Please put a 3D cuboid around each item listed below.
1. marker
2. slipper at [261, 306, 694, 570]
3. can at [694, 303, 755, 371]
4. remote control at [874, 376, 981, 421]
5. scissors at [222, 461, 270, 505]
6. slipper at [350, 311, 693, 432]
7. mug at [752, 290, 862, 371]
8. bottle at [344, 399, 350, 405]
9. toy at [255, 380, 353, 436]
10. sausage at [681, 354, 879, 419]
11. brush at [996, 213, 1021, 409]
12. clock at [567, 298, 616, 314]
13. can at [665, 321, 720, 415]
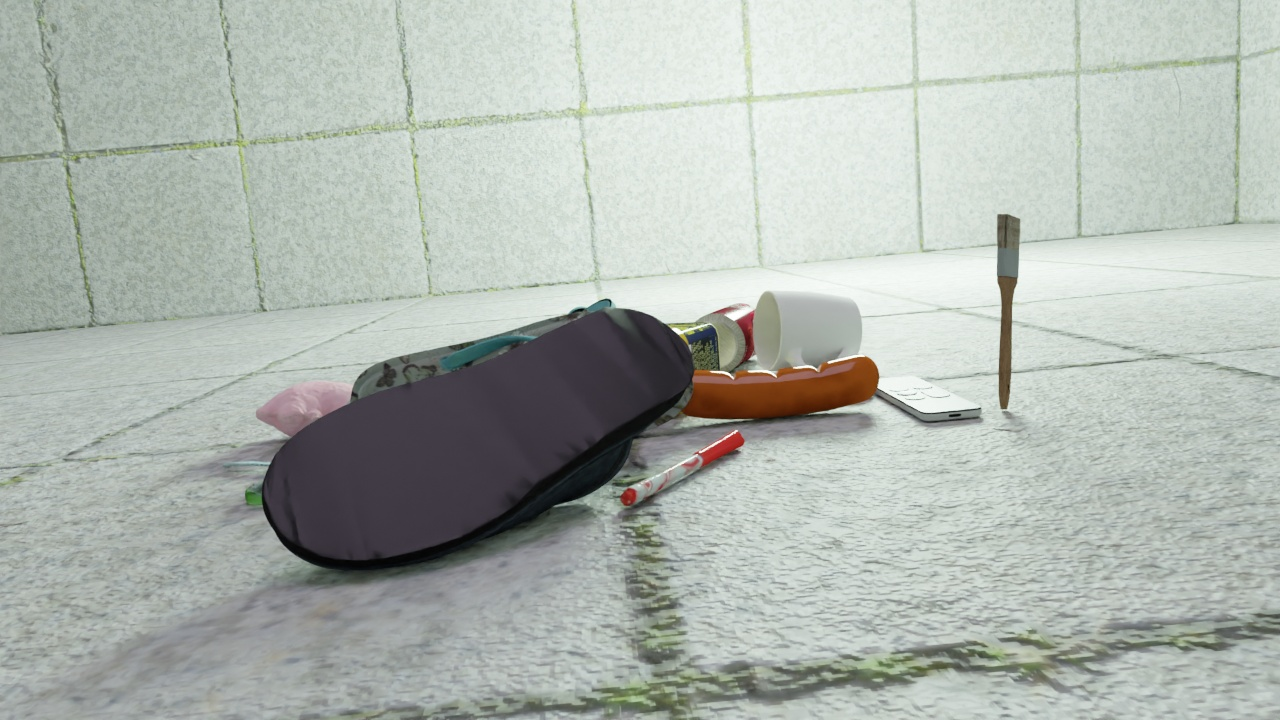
[{"bbox_3d":[0.030,0.067,0.582,0.013,0.013,0.141,1,10,33],"label":"marker"},{"bbox_3d":[-0.083,0.057,0.542,0.264,0.084,0.109,-26,58,-34],"label":"slipper"},{"bbox_3d":[0.096,-0.026,0.990,0.063,0.063,0.114,-1,9,23],"label":"can"},{"bbox_3d":[0.224,0.029,0.737,0.045,0.008,0.146,-5,8,-2],"label":"remote control"},{"bbox_3d":[-0.238,0.079,0.676,0.165,0.024,0.171,-11,11,-5],"label":"scissors"},{"bbox_3d":[-0.096,0.015,0.696,0.269,0.098,0.054,-5,-6,6],"label":"slipper"},{"bbox_3d":[0.171,-0.020,0.911,0.087,0.081,0.114,-1,39,-13],"label":"mug"},{"bbox_3d":[-0.169,0.043,0.750,0.136,0.044,0.044,-4,9,4],"label":"bottle"},{"bbox_3d":[-0.280,0.043,0.792,0.102,0.050,0.093,3,8,26],"label":"toy"},{"bbox_3d":[0.107,0.023,0.725,0.164,0.044,0.039,-5,-32,-1],"label":"sausage"},{"bbox_3d":[0.271,-0.035,0.678,0.008,0.143,0.045,3,3,34],"label":"brush"},{"bbox_3d":[-0.062,-0.022,1.000,0.089,0.053,0.124,-51,22,-24],"label":"clock"},{"bbox_3d":[-0.005,0.005,0.818,0.135,0.075,0.104,-1,7,23],"label":"can"}]
